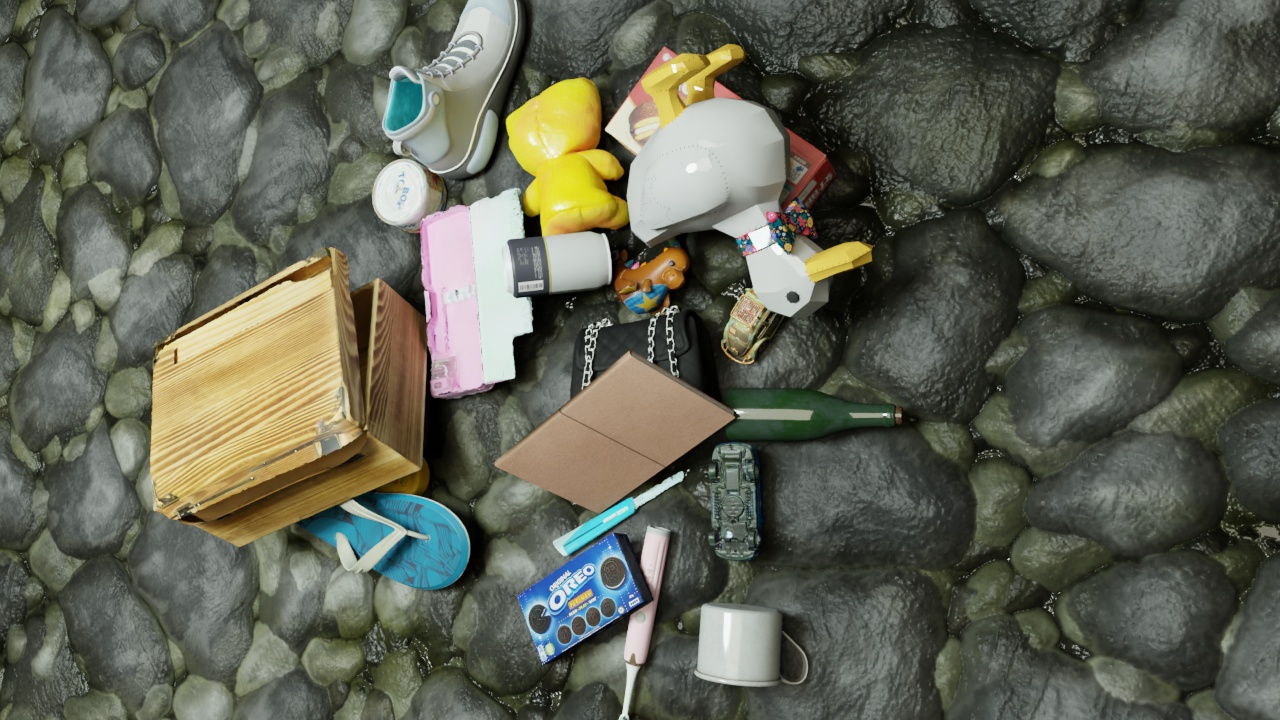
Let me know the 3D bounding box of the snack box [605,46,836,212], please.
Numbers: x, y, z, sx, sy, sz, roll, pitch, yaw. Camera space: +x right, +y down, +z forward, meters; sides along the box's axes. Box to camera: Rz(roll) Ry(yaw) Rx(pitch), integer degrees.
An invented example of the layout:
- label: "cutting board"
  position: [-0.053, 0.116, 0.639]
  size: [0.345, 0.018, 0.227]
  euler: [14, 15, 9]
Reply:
- label: "snack box"
  position: [0.083, -0.228, 0.996]
  size: [0.236, 0.060, 0.113]
  euler: [41, 100, 22]

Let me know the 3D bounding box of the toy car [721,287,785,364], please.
- label: "toy car"
  position: [0.122, -0.051, 0.959]
  size: [0.047, 0.047, 0.112]
  euler: [34, 95, 27]

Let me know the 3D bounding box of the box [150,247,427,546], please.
- label: "box"
  position: [-0.408, 0.052, 1.054]
  size: [0.280, 0.176, 0.246]
  euler: [-23, 51, 16]

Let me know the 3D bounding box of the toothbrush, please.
- label: "toothbrush"
  position: [0.000, 0.286, 0.968]
  size: [0.027, 0.026, 0.222]
  euler: [9, 85, 20]

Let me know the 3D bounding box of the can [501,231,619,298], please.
- label: "can"
  position: [-0.087, -0.107, 1.014]
  size: [0.127, 0.064, 0.064]
  euler: [-7, 77, -11]

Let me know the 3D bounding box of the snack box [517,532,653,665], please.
- label: "snack box"
  position: [-0.061, 0.254, 0.983]
  size: [0.150, 0.027, 0.082]
  euler: [-38, 63, 22]

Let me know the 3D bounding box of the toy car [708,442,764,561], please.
- label: "toy car"
  position: [0.101, 0.144, 0.939]
  size: [0.056, 0.043, 0.120]
  euler: [-3, 84, 22]

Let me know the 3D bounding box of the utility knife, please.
- label: "utility knife"
  position: [-0.023, 0.164, 1.005]
  size: [0.169, 0.015, 0.022]
  euler: [-35, 77, 11]

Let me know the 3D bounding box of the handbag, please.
- label: "handbag"
  position: [-0.006, 0.006, 0.968]
  size: [0.154, 0.114, 0.125]
  euler: [-11, 73, 23]

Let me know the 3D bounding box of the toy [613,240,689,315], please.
- label: "toy"
  position: [0.010, -0.103, 1.013]
  size: [0.090, 0.070, 0.103]
  euler: [-38, 47, 21]

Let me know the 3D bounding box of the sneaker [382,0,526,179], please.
- label: "sneaker"
  position: [-0.227, -0.355, 1.092]
  size: [0.093, 0.160, 0.256]
  euler: [14, 89, 24]

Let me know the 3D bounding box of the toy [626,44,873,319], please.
- label: "toy"
  position: [0.085, -0.160, 0.885]
  size: [0.247, 0.140, 0.267]
  euler: [-10, 105, 40]

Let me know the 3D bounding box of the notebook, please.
- label: "notebook"
  position: [-0.028, 0.080, 0.929]
  size: [0.210, 0.141, 0.008]
  euler: [-39, 37, 31]

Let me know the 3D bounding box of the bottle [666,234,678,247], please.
- label: "bottle"
  position: [0.028, -0.156, 1.027]
  size: [0.025, 0.025, 0.106]
  euler: [-24, 73, 17]

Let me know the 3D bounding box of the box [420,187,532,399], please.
- label: "box"
  position: [-0.189, -0.079, 1.088]
  size: [0.160, 0.035, 0.230]
  euler: [-14, 77, 30]

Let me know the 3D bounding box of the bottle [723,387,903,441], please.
- label: "bottle"
  position: [0.173, 0.055, 0.919]
  size: [0.174, 0.055, 0.055]
  euler: [-1, 81, 21]

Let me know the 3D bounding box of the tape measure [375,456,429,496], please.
- label: "tape measure"
  position: [-0.282, 0.138, 1.106]
  size: [0.059, 0.030, 0.068]
  euler: [18, 95, 25]

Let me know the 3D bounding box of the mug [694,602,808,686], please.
- label: "mug"
  position: [0.111, 0.279, 0.901]
  size: [0.113, 0.084, 0.070]
  euler: [7, 80, -11]

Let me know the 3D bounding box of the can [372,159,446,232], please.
- label: "can"
  position: [-0.292, -0.208, 1.158]
  size: [0.086, 0.043, 0.086]
  euler: [-3, 82, 24]

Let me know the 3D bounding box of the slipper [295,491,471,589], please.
- label: "slipper"
  position: [-0.330, 0.201, 1.087]
  size: [0.295, 0.060, 0.118]
  euler: [14, 109, 26]

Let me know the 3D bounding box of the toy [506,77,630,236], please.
- label: "toy"
  position: [-0.095, -0.224, 1.057]
  size: [0.135, 0.087, 0.193]
  euler: [-20, 75, 22]
